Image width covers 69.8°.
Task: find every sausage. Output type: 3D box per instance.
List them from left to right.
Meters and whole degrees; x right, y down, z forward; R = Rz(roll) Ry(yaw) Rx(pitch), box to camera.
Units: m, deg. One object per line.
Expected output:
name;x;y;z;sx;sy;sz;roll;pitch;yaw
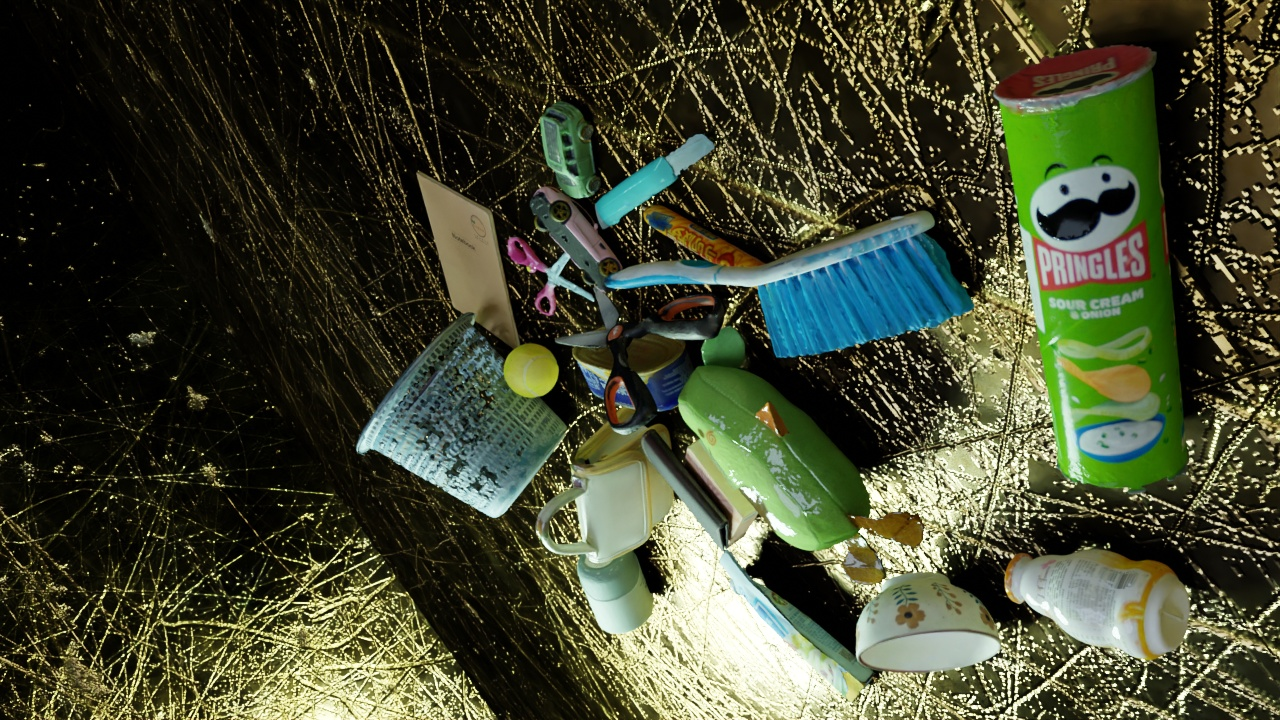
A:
sausage;0.060;-0.092;0.757;0.165;0.021;0.021;35;145;32

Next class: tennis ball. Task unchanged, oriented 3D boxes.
tennis ball;-0.131;0.012;1.101;0.065;0.065;0.066;37;146;30

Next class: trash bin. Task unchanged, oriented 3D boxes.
trash bin;-0.211;0.084;1.167;0.195;0.226;0.227;38;151;-2

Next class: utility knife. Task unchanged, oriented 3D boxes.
utility knife;0.007;-0.151;0.783;0.029;0.013;0.210;60;153;-7

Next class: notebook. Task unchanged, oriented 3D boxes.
notebook;-0.212;-0.121;1.142;0.148;0.008;0.208;32;144;35

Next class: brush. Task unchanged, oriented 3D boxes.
brush;0.091;-0.052;0.690;0.315;0.060;0.109;-15;101;49

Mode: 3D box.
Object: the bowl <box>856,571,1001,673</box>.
bowl;0.232;0.213;0.758;0.114;0.113;0.062;109;163;-56

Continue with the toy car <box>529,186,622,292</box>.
toy car;-0.059;-0.119;0.892;0.122;0.037;0.056;49;161;-14

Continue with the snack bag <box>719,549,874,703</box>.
snack bag;0.159;0.278;0.967;0.191;0.039;0.110;39;174;24

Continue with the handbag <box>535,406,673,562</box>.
handbag;-0.037;0.156;0.999;0.063;0.178;0.164;28;140;32

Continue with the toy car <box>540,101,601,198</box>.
toy car;-0.065;-0.188;0.831;0.043;0.036;0.091;28;145;37

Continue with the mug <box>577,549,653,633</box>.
mug;-0.038;0.296;1.255;0.111;0.082;0.106;-112;3;-63

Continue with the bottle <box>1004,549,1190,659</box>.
bottle;0.303;0.158;0.616;0.109;0.063;0.063;4;124;54

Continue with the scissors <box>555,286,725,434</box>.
scissors;-0.014;-0.014;0.846;0.221;0.221;0.021;-20;133;36

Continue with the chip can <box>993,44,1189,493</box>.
chip can;0.245;-0.041;0.490;0.072;0.072;0.236;13;132;50

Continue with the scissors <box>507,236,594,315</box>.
scissors;-0.098;-0.087;1.005;0.133;0.017;0.129;30;141;31

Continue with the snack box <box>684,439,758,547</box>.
snack box;0.077;0.134;0.915;0.084;0.026;0.157;52;166;18

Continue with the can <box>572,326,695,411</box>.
can;-0.005;0.005;0.902;0.148;0.074;0.049;13;134;51

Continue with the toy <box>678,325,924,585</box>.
toy;0.123;0.089;0.778;0.247;0.090;0.227;45;165;22

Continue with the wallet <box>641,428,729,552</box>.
wallet;0.047;0.131;0.915;0.122;0.020;0.096;50;171;25
